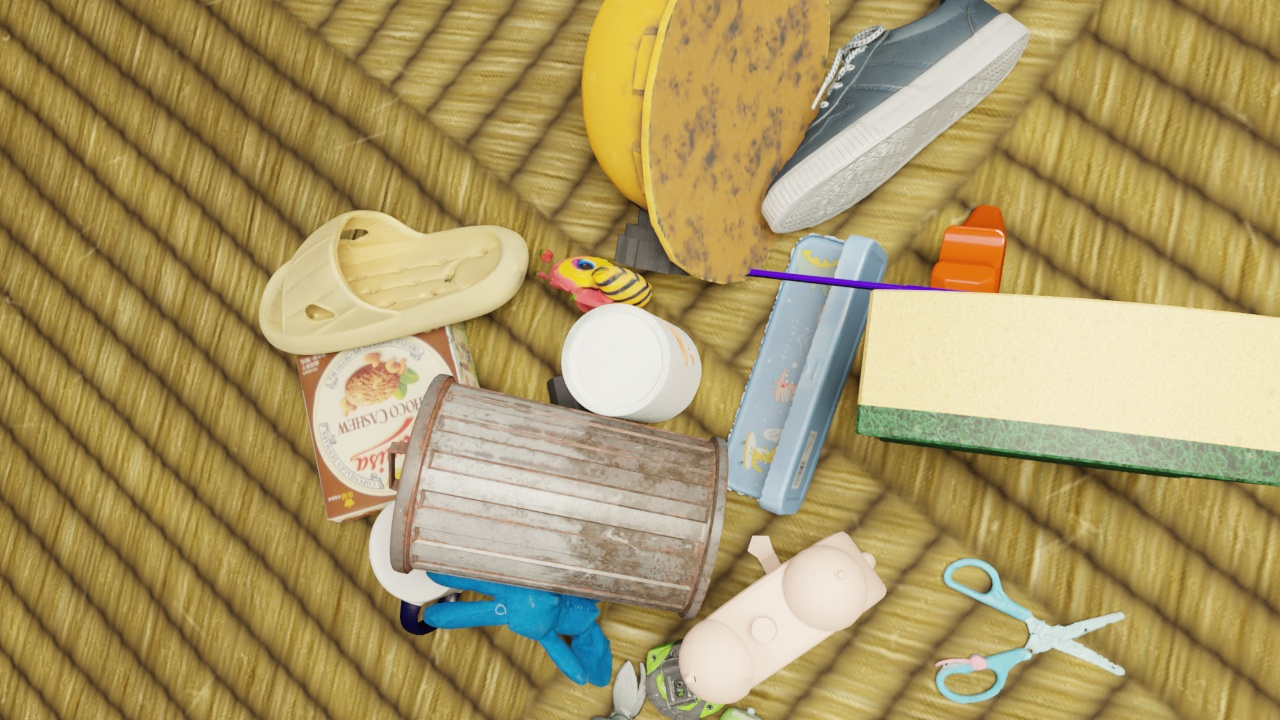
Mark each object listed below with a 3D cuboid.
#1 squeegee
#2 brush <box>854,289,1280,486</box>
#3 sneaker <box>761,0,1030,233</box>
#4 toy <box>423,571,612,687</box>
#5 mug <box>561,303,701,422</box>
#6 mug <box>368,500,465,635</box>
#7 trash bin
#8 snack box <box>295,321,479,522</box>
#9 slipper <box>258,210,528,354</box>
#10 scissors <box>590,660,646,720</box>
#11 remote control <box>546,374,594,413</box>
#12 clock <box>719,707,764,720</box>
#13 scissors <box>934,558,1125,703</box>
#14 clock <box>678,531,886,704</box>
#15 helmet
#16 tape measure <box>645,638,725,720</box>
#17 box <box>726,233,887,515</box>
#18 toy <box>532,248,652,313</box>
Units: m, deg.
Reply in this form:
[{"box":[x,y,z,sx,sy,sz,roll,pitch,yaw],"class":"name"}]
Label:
[{"box":[0.217,-0.064,0.601,0.250,0.184,0.055,9,121,23],"class":"squeegee"},{"box":[0.239,0.021,0.541,0.195,0.250,0.075,6,86,19],"class":"brush"},{"box":[0.169,-0.188,0.660,0.235,0.089,0.087,-38,74,-4],"class":"sneaker"},{"box":[-0.069,0.173,0.665,0.071,0.176,0.112,-16,60,43],"class":"toy"},{"box":[-0.004,0.004,0.685,0.082,0.105,0.082,-1,84,15],"class":"mug"},{"box":[-0.156,0.158,0.717,0.079,0.097,0.112,14,88,16],"class":"mug"},{"box":[-0.060,0.090,0.604,0.211,0.131,0.131,12,88,-4],"class":"trash bin"},{"box":[-0.204,0.046,0.769,0.143,0.041,0.147,-18,80,12],"class":"snack box"},{"box":[-0.218,-0.071,0.742,0.262,0.079,0.111,-6,57,20],"class":"slipper"},{"box":[-0.024,0.310,0.707,0.150,0.019,0.131,-34,78,11],"class":"scissors"},{"box":[-0.046,0.083,0.736,0.033,0.015,0.146,-15,81,14],"class":"remote control"},{"box":[0.069,0.308,0.657,0.119,0.042,0.094,-43,56,9],"class":"clock"},{"box":[0.266,0.182,0.645,0.139,0.015,0.119,-21,81,6],"class":"scissors"},{"box":[0.091,0.162,0.614,0.131,0.160,0.086,-38,78,9],"class":"clock"},{"box":[0.029,-0.193,0.666,0.131,0.204,0.255,18,104,37],"class":"helmet"},{"box":[0.035,0.239,0.688,0.066,0.036,0.058,-22,80,12],"class":"tape measure"},{"box":[0.112,0.005,0.679,0.079,0.072,0.210,20,92,30],"class":"box"},{"box":[-0.033,-0.059,0.708,0.103,0.084,0.046,18,82,52],"class":"toy"}]
